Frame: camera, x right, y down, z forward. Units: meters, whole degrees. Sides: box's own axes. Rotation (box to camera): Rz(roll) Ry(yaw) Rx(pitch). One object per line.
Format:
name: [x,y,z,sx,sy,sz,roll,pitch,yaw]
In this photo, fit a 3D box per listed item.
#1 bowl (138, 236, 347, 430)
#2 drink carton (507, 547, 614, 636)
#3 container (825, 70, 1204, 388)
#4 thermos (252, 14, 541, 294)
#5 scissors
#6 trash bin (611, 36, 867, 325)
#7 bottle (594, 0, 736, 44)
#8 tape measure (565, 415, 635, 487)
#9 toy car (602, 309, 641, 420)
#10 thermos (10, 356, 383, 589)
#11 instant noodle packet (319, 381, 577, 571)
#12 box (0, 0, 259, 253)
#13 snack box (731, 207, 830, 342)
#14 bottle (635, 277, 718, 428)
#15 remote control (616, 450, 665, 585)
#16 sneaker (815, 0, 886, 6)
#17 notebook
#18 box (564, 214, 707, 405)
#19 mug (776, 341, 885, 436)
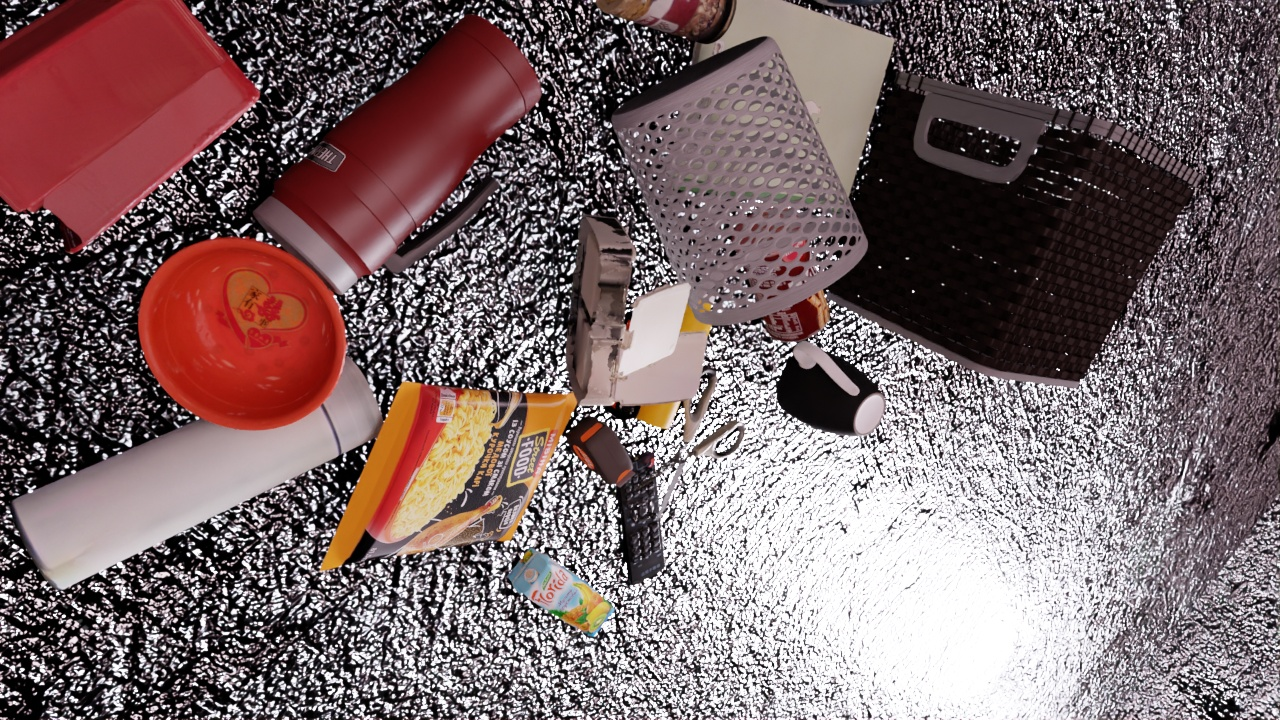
bowl: [-0.257,-0.021,0.609,0.130,0.045,0.131,-1,109,-3]
drink carton: [-0.078,0.230,0.909,0.044,0.038,0.129,-51,133,-8]
container: [0.378,-0.131,0.970,0.245,0.247,0.244,6,110,-41]
thermos: [-0.157,-0.134,0.633,0.198,0.084,0.108,-48,132,-13]
scissors: [0.057,0.084,0.954,0.170,0.013,0.157,-9,109,-44]
trash bin: [0.077,-0.147,0.747,0.156,0.157,0.183,-35,110,-22]
bottle: [0.020,-0.289,0.721,0.105,0.056,0.056,1,110,-40]
tape measure: [-0.037,0.080,0.854,0.038,0.059,0.058,-40,121,-19]
toy car: [-0.005,0.005,0.849,0.048,0.051,0.100,8,105,-41]
thermos: [-0.294,0.072,0.633,0.229,0.068,0.068,-27,126,-28]
instant noodle packet: [-0.145,0.092,0.757,0.220,0.032,0.160,7,113,-58]
box: [-0.284,-0.135,0.477,0.128,0.158,0.087,-43,126,-17]
snack box: [0.142,-0.084,0.913,0.072,0.072,0.121,-42,132,-16]
bottle: [0.035,-0.008,0.881,0.043,0.043,0.144,14,102,-43]
remote control: [-0.002,0.163,0.952,0.047,0.022,0.150,-22,122,-30]
sneaker: [0.144,-0.357,0.769,0.235,0.087,0.089,7,106,-42]
notebook: [0.138,-0.240,0.876,0.252,0.010,0.182,-1,112,-39]
box: [0.009,-0.021,0.735,0.105,0.187,0.144,2,117,-14]
mug: [0.208,0.029,1.003,0.084,0.100,0.119,-43,132,-15]
